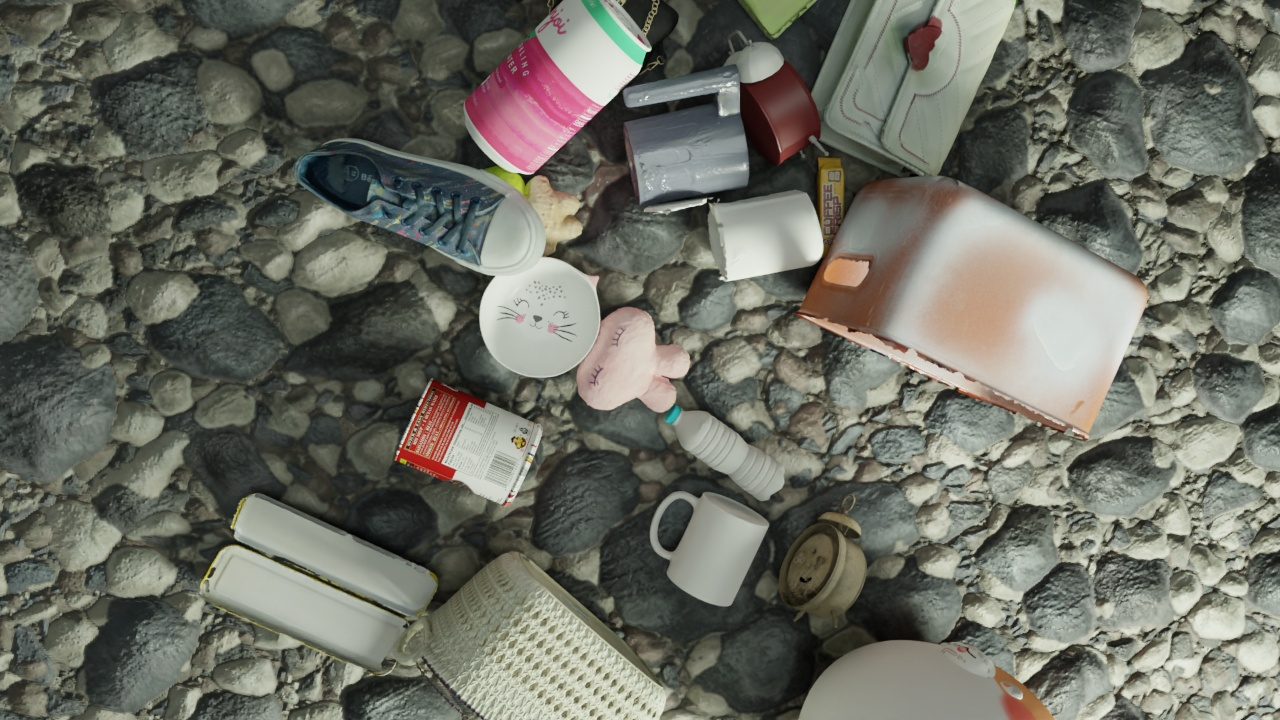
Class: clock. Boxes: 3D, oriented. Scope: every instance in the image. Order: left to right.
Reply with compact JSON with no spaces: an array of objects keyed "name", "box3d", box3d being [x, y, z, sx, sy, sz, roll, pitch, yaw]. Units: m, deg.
[{"name":"clock","box3d":[0.120,-0.244,0.856,0.048,0.096,0.137,-31,104,-2]},{"name":"clock","box3d":[0.198,0.204,0.948,0.054,0.093,0.140,31,69,-17]}]

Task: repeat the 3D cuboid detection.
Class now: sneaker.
[{"name":"sneaker","box3d":[-0.198,-0.144,0.818,0.235,0.079,0.087,22,101,7]}]

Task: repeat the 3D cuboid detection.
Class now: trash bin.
[{"name":"trash bin","box3d":[0.306,-0.056,0.857,0.259,0.181,0.157,22,94,-14]}]

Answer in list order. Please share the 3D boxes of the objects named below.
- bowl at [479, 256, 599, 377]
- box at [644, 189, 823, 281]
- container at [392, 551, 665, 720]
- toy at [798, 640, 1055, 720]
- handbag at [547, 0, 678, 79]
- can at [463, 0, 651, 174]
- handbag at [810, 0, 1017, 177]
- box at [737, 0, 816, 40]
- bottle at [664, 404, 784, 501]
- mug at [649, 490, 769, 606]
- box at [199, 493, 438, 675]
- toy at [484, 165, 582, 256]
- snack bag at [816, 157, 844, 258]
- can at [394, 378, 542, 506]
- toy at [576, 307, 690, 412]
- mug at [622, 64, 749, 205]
[{"name":"bowl","box3d":[-0.097,-0.044,0.887,0.114,0.050,0.115,-1,99,-6]},{"name":"box","box3d":[0.089,-0.123,0.885,0.165,0.084,0.094,-13,110,-3]},{"name":"container","box3d":[-0.095,0.303,0.885,0.251,0.185,0.143,44,80,-12]},{"name":"toy","box3d":[0.293,0.404,0.900,0.280,0.263,0.266,3,101,-25]},{"name":"handbag","box3d":[-0.027,-0.321,0.856,0.128,0.054,0.079,30,106,-13]},{"name":"can","box3d":[-0.076,-0.247,0.817,0.166,0.088,0.088,-39,102,20]},{"name":"handbag","box3d":[0.257,-0.283,0.865,0.142,0.096,0.198,21,94,-10]},{"name":"box","box3d":[0.152,-0.417,0.864,0.187,0.030,0.138,-44,107,2]},{"name":"bottle","box3d":[0.084,0.090,0.932,0.136,0.044,0.044,35,94,-10]},{"name":"mug","box3d":[0.062,0.183,0.937,0.110,0.073,0.090,26,96,16]},{"name":"box","box3d":[-0.318,0.222,0.913,0.209,0.045,0.128,28,94,-9]},{"name":"toy","box3d":[-0.115,-0.139,0.875,0.117,0.043,0.092,-3,98,-8]},{"name":"snack bag","box3d":[0.189,-0.152,0.917,0.026,0.020,0.099,-2,99,-4]},{"name":"can","box3d":[-0.164,0.079,0.882,0.116,0.086,0.087,24,96,-9]},{"name":"toy","box3d":[-0.005,0.005,0.906,0.105,0.053,0.108,21,96,-15]},{"name":"mug","box3d":[0.040,-0.207,0.847,0.104,0.083,0.124,-11,140,-2]}]
